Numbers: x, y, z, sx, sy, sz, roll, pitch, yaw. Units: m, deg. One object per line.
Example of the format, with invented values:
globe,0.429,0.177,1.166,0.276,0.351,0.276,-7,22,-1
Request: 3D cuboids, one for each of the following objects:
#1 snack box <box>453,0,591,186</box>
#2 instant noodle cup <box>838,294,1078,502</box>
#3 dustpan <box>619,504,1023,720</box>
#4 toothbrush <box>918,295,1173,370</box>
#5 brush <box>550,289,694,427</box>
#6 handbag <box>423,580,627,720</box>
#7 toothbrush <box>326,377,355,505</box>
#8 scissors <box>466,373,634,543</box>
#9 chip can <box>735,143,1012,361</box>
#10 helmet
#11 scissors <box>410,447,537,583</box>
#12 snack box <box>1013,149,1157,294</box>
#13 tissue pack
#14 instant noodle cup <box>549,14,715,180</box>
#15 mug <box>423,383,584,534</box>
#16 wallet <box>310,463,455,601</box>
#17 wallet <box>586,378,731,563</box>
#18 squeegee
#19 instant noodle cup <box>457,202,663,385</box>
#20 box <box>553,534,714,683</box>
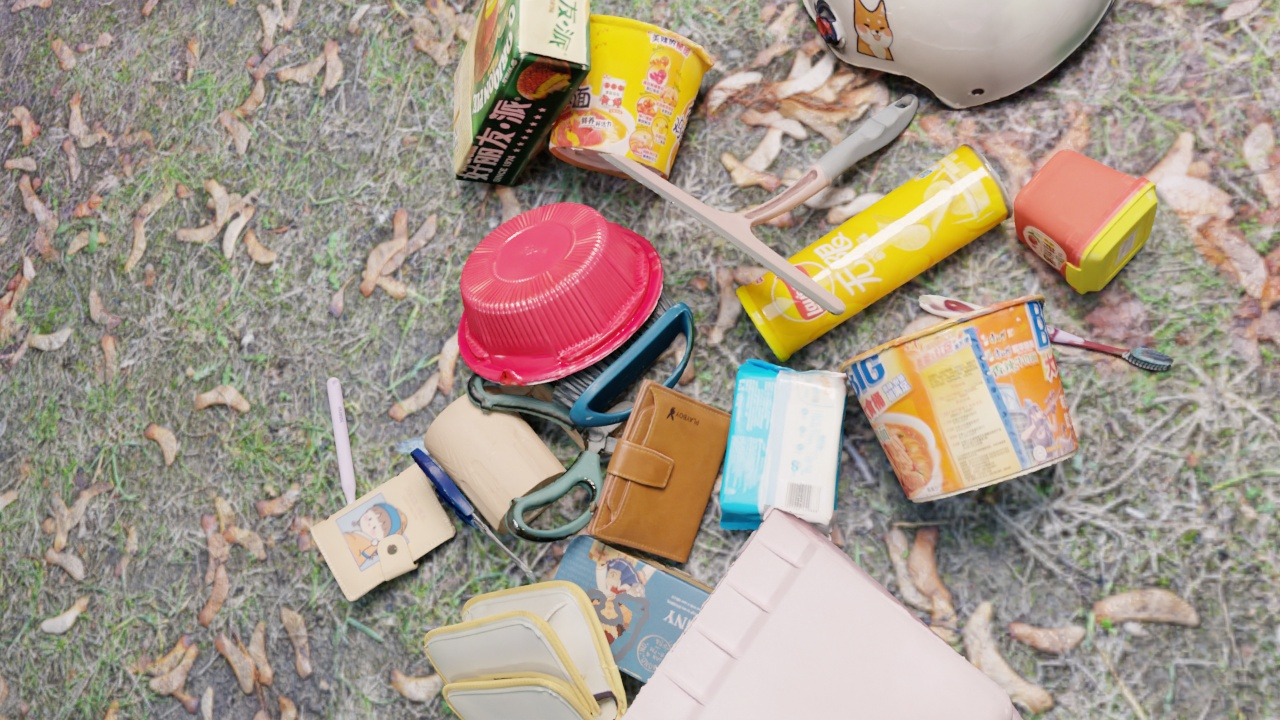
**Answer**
snack box,-0.111,-0.249,0.794,0.063,0.241,0.114,3,76,-22
instant noodle cup,0.233,0.031,0.659,0.151,0.151,0.111,-20,81,14
dustpan,0.144,0.278,0.646,0.273,0.139,0.222,32,72,32
toothbrush,0.308,-0.023,0.707,0.188,0.017,0.016,18,84,21
brush,-0.005,0.004,0.774,0.073,0.055,0.143,40,70,14
handbag,-0.085,0.274,0.727,0.164,0.063,0.178,-22,92,41
toothbrush,-0.283,0.104,0.886,0.021,0.029,0.189,-37,63,49
scissors,-0.081,0.063,0.766,0.180,0.019,0.169,37,52,11
chip can,0.184,-0.083,0.734,0.213,0.072,0.072,-32,70,10
helmet,0.241,-0.346,0.723,0.230,0.157,0.274,-45,69,5
scissors,-0.141,0.139,0.786,0.012,0.157,0.165,-40,90,-19
snack box,0.327,-0.106,0.681,0.082,0.091,0.080,-47,61,5
tissue pack,0.115,0.070,0.730,0.090,0.063,0.140,6,83,17
instant noodle cup,-0.016,-0.224,0.804,0.138,0.138,0.110,13,91,21
mug,-0.109,0.075,0.806,0.124,0.084,0.103,-36,70,-20
wallet,-0.234,0.159,0.843,0.115,0.024,0.087,-31,68,-8
wallet,0.013,0.089,0.741,0.035,0.119,0.130,15,84,51
squeegee,0.141,-0.151,0.740,0.249,0.040,0.248,-35,56,-24
instant noodle cup,-0.081,-0.071,0.782,0.194,0.066,0.193,-15,42,14
box,0.014,0.211,0.739,0.184,0.059,0.089,19,86,23
